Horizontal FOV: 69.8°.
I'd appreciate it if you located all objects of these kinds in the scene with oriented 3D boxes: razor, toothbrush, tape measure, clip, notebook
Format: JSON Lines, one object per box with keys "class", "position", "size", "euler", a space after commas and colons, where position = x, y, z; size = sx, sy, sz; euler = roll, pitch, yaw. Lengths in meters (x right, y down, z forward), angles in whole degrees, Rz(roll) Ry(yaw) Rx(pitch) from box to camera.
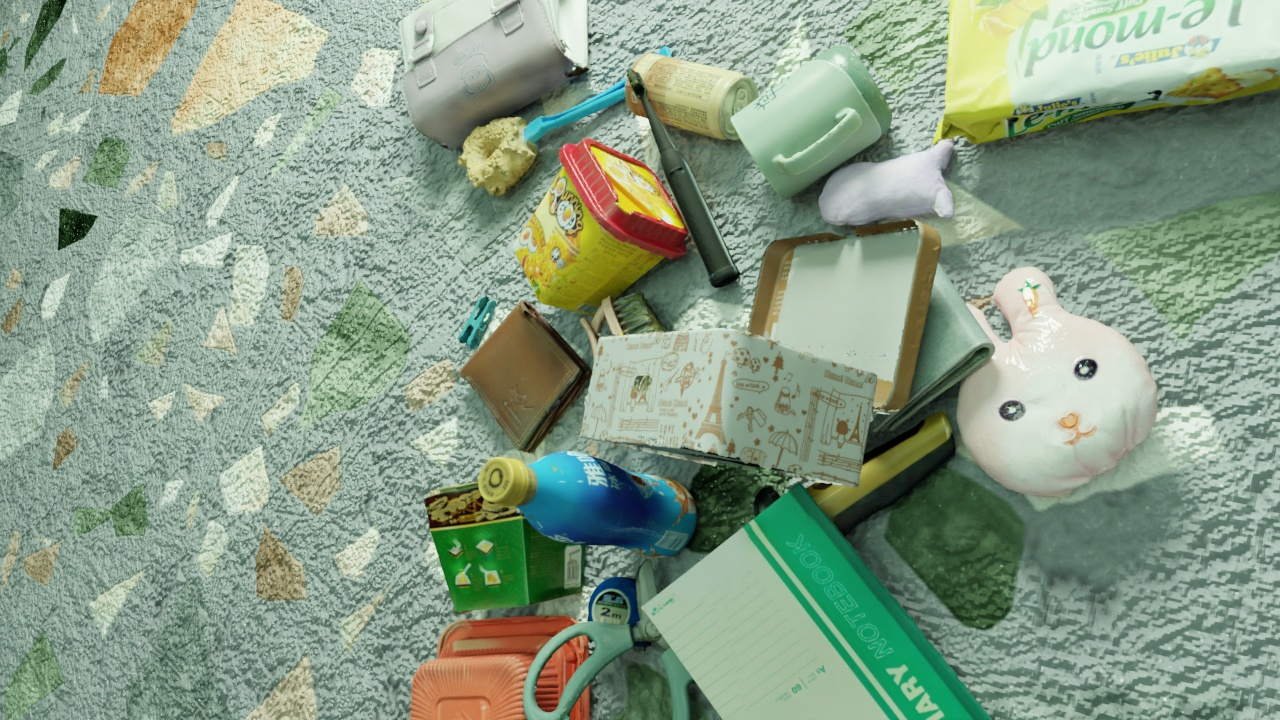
{"class": "razor", "position": [0.151, 0.091, 0.657], "size": [0.168, 0.062, 0.067], "euler": [-36, 89, 13]}
{"class": "toothbrush", "position": [0.032, -0.162, 0.795], "size": [0.026, 0.027, 0.212], "euler": [-27, 78, 17]}
{"class": "tape measure", "position": [-0.014, 0.203, 0.744], "size": [0.058, 0.025, 0.054], "euler": [3, 75, 26]}
{"class": "clip", "position": [-0.163, -0.039, 0.923], "size": [0.045, 0.014, 0.057], "euler": [25, 91, 37]}
{"class": "notebook", "position": [0.118, 0.211, 0.625], "size": [0.150, 0.012, 0.209], "euler": [-42, 76, 14]}

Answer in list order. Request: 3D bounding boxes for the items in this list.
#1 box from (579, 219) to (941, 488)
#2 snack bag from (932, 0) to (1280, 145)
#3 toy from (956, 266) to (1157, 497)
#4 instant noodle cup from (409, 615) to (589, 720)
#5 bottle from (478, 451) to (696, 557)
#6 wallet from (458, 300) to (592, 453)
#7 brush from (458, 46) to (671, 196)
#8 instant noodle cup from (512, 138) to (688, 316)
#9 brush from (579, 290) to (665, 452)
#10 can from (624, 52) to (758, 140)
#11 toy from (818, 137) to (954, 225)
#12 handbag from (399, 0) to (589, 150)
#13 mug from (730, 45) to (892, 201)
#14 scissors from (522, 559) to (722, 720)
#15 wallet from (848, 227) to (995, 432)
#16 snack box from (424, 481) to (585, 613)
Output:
{"class": "box", "position": [0.074, -0.017, 0.636], "size": [0.181, 0.157, 0.197], "euler": [3, 78, 62]}
{"class": "snack bag", "position": [0.330, -0.240, 0.636], "size": [0.247, 0.068, 0.158], "euler": [-3, 73, 32]}
{"class": "toy", "position": [0.261, 0.011, 0.614], "size": [0.121, 0.054, 0.159], "euler": [-36, 51, 18]}
{"class": "instant noodle cup", "position": [-0.121, 0.303, 0.749], "size": [0.165, 0.079, 0.188], "euler": [-14, 67, 28]}
{"class": "bottle", "position": [-0.036, 0.104, 0.670], "size": [0.065, 0.218, 0.065], "euler": [-11, 69, 31]}
{"class": "wallet", "position": [-0.111, 0.013, 0.864], "size": [0.101, 0.032, 0.124], "euler": [-51, 55, 12]}
{"class": "brush", "position": [-0.078, -0.242, 0.923], "size": [0.255, 0.046, 0.083], "euler": [-23, 60, 21]}
{"class": "instant noodle cup", "position": [-0.041, -0.111, 0.815], "size": [0.124, 0.116, 0.116], "euler": [-45, 56, 27]}
{"class": "brush", "position": [-0.005, 0.005, 0.777], "size": [0.073, 0.063, 0.145], "euler": [-30, 60, 10]}
{"class": "can", "position": [0.044, -0.238, 0.825], "size": [0.116, 0.058, 0.058], "euler": [27, 90, 36]}
{"class": "toy", "position": [0.189, -0.136, 0.712], "size": [0.108, 0.039, 0.083], "euler": [-8, 54, 34]}
{"class": "handbag", "position": [-0.155, -0.329, 0.965], "size": [0.197, 0.098, 0.144], "euler": [-18, 71, 27]}
{"class": "mug", "position": [0.138, -0.184, 0.721], "size": [0.106, 0.082, 0.111], "euler": [-32, 24, 17]}
{"class": "scissors", "position": [0.007, 0.248, 0.694], "size": [0.170, 0.019, 0.181], "euler": [-38, 68, -13]}
{"class": "wallet", "position": [0.180, -0.024, 0.660], "size": [0.107, 0.037, 0.129], "euler": [-43, 41, 26]}
{"class": "snack box", "position": [-0.104, 0.153, 0.775], "size": [0.118, 0.118, 0.105], "euler": [-13, 81, 30]}
